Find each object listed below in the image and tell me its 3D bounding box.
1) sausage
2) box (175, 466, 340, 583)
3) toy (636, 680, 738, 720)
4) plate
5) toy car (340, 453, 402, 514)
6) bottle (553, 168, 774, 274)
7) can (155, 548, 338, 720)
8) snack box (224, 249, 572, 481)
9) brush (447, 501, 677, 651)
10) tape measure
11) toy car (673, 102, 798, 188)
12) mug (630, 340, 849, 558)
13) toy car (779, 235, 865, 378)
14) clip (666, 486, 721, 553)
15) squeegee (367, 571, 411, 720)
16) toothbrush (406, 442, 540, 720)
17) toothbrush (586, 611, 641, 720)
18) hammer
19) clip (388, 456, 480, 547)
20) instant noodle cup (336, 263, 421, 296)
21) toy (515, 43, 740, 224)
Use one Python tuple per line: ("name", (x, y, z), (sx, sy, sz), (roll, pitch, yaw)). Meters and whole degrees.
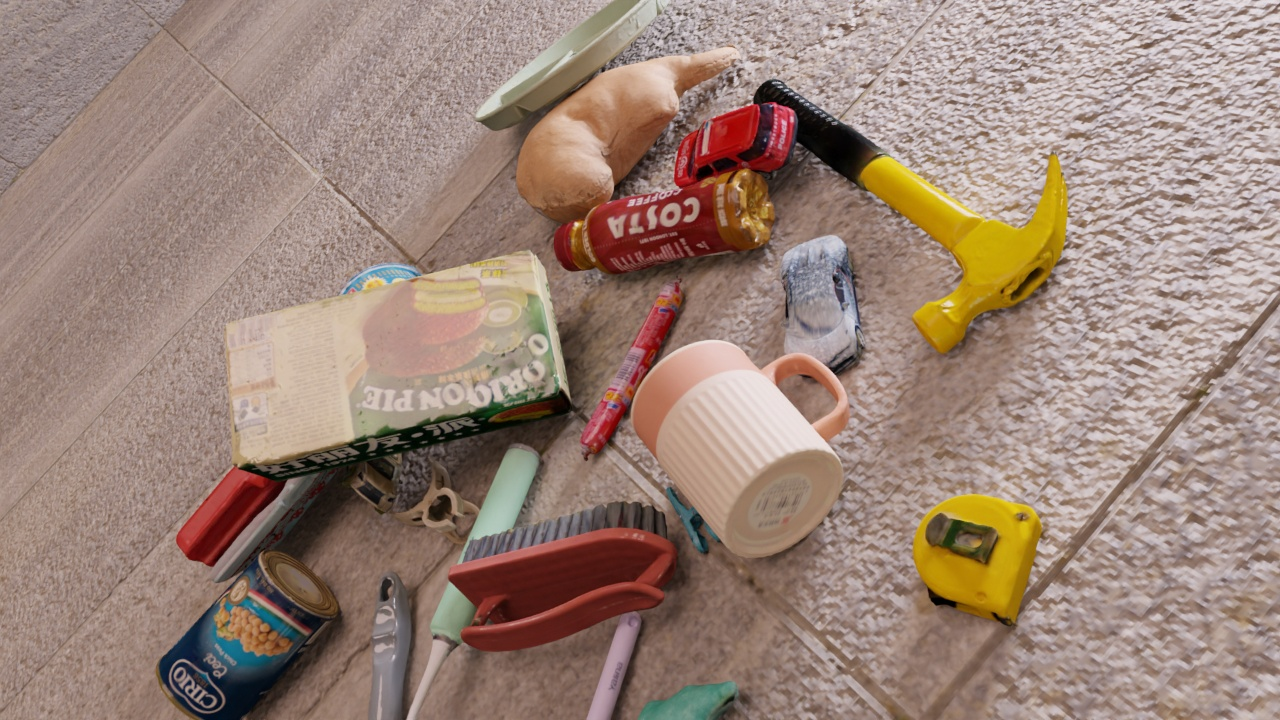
("sausage", (-0.004, 0.004, 0.659), (0.020, 0.020, 0.155), (12, 66, 43))
("box", (-0.281, 0.097, 0.762), (0.068, 0.090, 0.201), (36, 83, 19))
("toy", (0.012, 0.218, 0.473), (0.097, 0.030, 0.091), (-28, 43, 26))
("plate", (-0.063, -0.293, 0.881), (0.230, 0.027, 0.229), (-31, 24, 15))
("toy car", (-0.208, 0.086, 0.721), (0.035, 0.042, 0.090), (-46, 23, 4))
("bottle", (0.012, -0.100, 0.699), (0.175, 0.057, 0.057), (-7, 54, 34))
("can", (-0.290, 0.205, 0.683), (0.111, 0.075, 0.075), (-48, 42, -4))
("snack box", (-0.178, 0.006, 0.676), (0.240, 0.063, 0.114), (-14, 72, 2))
("brush", (-0.044, 0.134, 0.557), (0.146, 0.063, 0.069), (-19, 36, 23))
("tape measure", (0.163, 0.094, 0.451), (0.057, 0.029, 0.060), (9, 64, 42))
("toy car", (0.066, -0.160, 0.692), (0.121, 0.045, 0.053), (-8, 69, 56))
("mug", (0.068, 0.042, 0.533), (0.114, 0.082, 0.106), (-30, 43, -9))
("toy car", (0.114, -0.037, 0.590), (0.049, 0.031, 0.105), (-20, 49, 27))
("clip", (0.033, 0.094, 0.565), (0.041, 0.014, 0.056), (-35, 42, 12))
("squeegee", (-0.167, 0.246, 0.583), (0.246, 0.039, 0.246), (-15, 43, 6))
("toothbrush", (-0.115, 0.152, 0.606), (0.027, 0.026, 0.223), (-3, 50, 31))
("toothbrush", (-0.032, 0.224, 0.498), (0.021, 0.029, 0.188), (-52, 15, 56))
("hammer", (0.162, -0.128, 0.623), (0.129, 0.033, 0.300), (-40, 43, 4))
("clip", (-0.145, 0.107, 0.682), (0.098, 0.034, 0.064), (19, 72, 54))
("instant noodle cup", (-0.194, -0.018, 0.775), (0.099, 0.099, 0.110), (-50, 49, -6))
("toy", (-0.016, -0.212, 0.799), (0.225, 0.082, 0.143), (-48, 43, -10))
